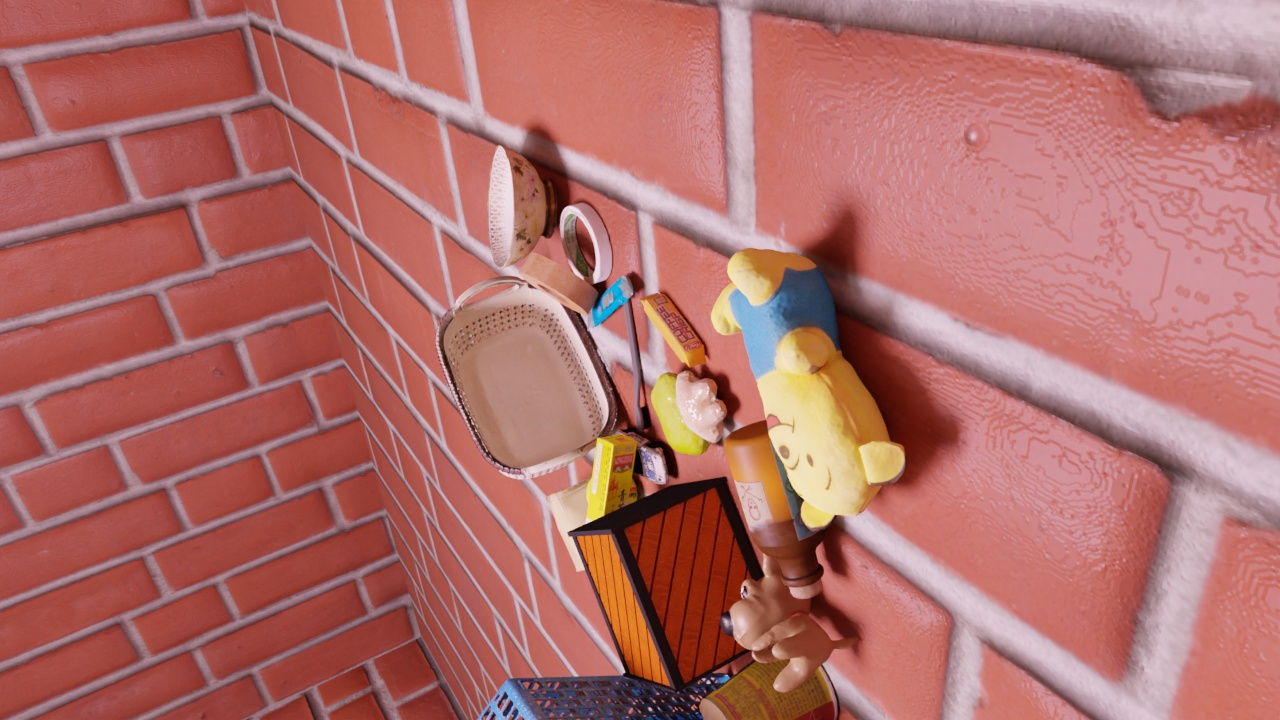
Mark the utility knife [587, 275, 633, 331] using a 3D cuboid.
[{"bbox_3d":[-0.039,-0.063,1.052,0.175,0.015,0.031,141,124,-68],"label":"utility knife"}]

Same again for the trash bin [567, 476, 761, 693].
[{"bbox_3d":[0.035,0.237,0.991,0.140,0.139,0.172,-26,85,65],"label":"trash bin"}]

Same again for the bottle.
[{"bbox_3d":[0.127,0.134,0.814,0.068,0.067,0.157,-2,107,64],"label":"bottle"}]

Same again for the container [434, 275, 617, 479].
[{"bbox_3d":[-0.145,0.032,1.165,0.251,0.184,0.143,63,166,16],"label":"container"}]

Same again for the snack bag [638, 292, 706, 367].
[{"bbox_3d":[0.033,-0.033,0.925,0.099,0.026,0.020,56,152,29],"label":"snack bag"}]

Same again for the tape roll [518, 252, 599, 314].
[{"bbox_3d":[-0.095,-0.089,1.071,0.094,0.027,0.094,31,175,3],"label":"tape roll"}]

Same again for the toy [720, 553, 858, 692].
[{"bbox_3d":[0.134,0.247,0.864,0.108,0.105,0.134,-126,23,-52],"label":"toy"}]

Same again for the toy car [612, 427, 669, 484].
[{"bbox_3d":[-0.003,0.115,1.091,0.113,0.040,0.048,20,127,58],"label":"toy car"}]

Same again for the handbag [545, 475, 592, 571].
[{"bbox_3d":[-0.076,0.227,1.286,0.119,0.081,0.111,64,162,8],"label":"handbag"}]

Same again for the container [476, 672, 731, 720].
[{"bbox_3d":[0.021,0.421,0.963,0.257,0.361,0.089,28,103,55],"label":"container"}]

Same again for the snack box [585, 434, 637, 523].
[{"bbox_3d":[-0.037,0.161,1.071,0.029,0.040,0.148,19,106,43],"label":"snack box"}]

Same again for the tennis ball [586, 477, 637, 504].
[{"bbox_3d":[-0.037,0.170,1.171,0.065,0.065,0.065,44,145,42],"label":"tennis ball"}]

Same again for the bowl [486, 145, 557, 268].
[{"bbox_3d":[-0.138,-0.180,1.089,0.145,0.063,0.145,179,90,-69],"label":"bowl"}]

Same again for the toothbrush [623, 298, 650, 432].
[{"bbox_3d":[-0.006,0.006,1.050,0.013,0.013,0.167,28,132,55],"label":"toothbrush"}]

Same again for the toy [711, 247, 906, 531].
[{"bbox_3d":[0.130,0.020,0.704,0.149,0.084,0.214,110,136,-80],"label":"toy"}]

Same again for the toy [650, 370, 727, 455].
[{"bbox_3d":[0.051,0.049,0.932,0.118,0.043,0.092,-36,74,61],"label":"toy"}]

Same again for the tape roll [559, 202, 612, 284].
[{"bbox_3d":[-0.063,-0.133,1.050,0.094,0.018,0.094,45,146,42],"label":"tape roll"}]

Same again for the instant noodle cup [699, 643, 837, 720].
[{"bbox_3d":[0.125,0.351,0.930,0.100,0.112,0.100,43,145,42],"label":"instant noodle cup"}]
